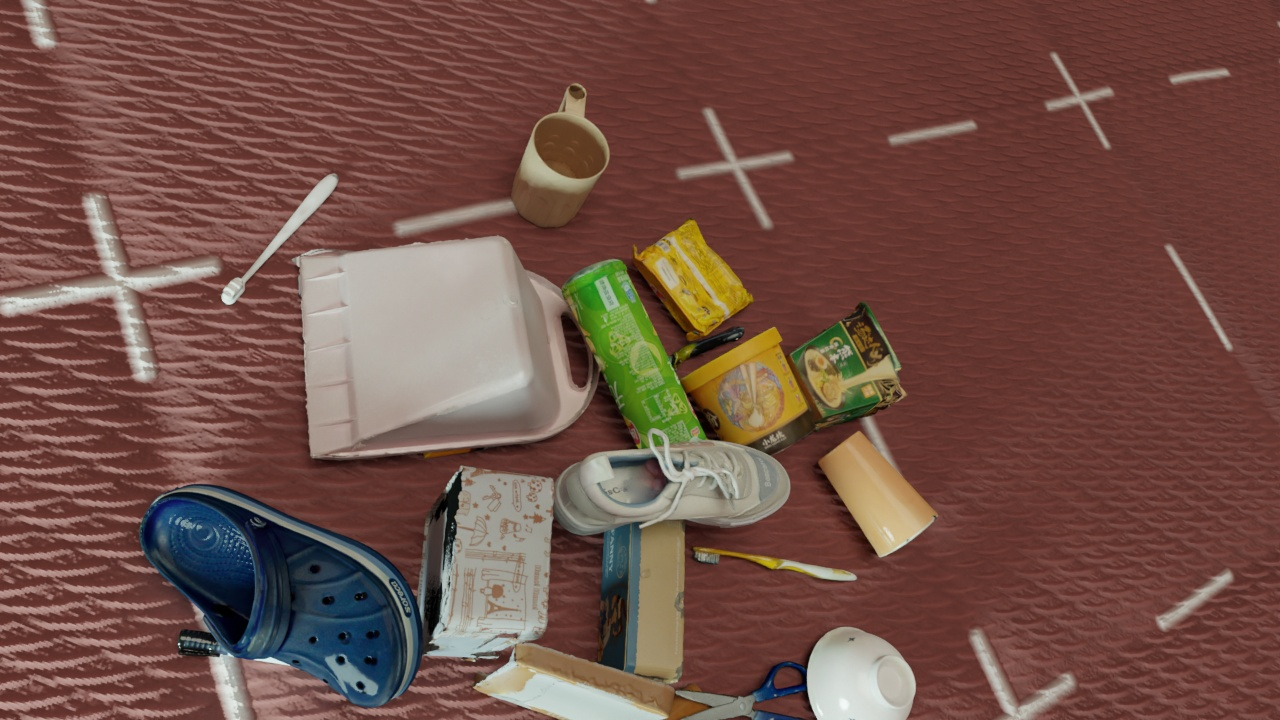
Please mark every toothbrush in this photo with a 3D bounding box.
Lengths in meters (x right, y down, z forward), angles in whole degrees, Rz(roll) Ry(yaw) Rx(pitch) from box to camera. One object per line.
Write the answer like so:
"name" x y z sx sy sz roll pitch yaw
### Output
"toothbrush" 0.142 0.215 0.954 0.191 0.016 0.018 13 74 -17
"toothbrush" -0.349 -0.124 0.897 0.016 0.016 0.179 34 59 -8

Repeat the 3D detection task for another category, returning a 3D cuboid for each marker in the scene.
"marker" -0.150 0.079 0.890 0.123 0.018 0.015 -7 75 -26
"marker" -0.309 0.240 0.752 0.130 0.018 0.022 15 72 -16

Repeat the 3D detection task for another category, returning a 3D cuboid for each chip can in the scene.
"chip can" -0.006 0.005 0.930 0.072 0.073 0.221 -25 90 -30

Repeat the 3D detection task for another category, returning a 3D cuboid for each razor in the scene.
"razor" 0.063 -0.012 1.015 0.142 0.043 0.022 -26 53 -35

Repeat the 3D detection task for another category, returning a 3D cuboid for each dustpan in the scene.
"dustpan" -0.183 -0.005 0.908 0.273 0.139 0.222 -11 65 2

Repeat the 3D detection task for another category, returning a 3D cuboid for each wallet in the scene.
"wallet" 0.029 0.368 0.816 0.131 0.031 0.108 -21 77 -42

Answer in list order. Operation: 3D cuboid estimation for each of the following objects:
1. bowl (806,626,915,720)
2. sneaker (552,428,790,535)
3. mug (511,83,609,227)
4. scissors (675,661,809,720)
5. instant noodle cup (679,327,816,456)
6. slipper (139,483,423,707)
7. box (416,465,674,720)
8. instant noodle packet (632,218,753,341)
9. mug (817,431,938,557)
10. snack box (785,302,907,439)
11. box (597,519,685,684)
"bowl" 0.232 0.321 0.908 0.118 0.065 0.118 12 63 -25
"sneaker" 0.043 0.102 0.823 0.241 0.091 0.089 -1 59 -29
"mug" -0.089 -0.221 0.999 0.084 0.104 0.124 11 63 -18
"scissors" 0.105 0.320 0.875 0.171 0.012 0.140 41 51 -14
"instant noodle cup" 0.117 0.042 0.967 0.118 0.119 0.114 -28 88 -30
"slipper" -0.285 0.180 0.716 0.253 0.105 0.095 31 14 5
"box" -0.085 0.195 0.771 0.226 0.181 0.156 22 59 -10
"instant noodle packet" 0.056 -0.093 1.038 0.110 0.044 0.128 -35 87 -38
"mug" 0.255 0.142 1.002 0.078 0.078 0.122 -29 77 -30
"snack box" 0.210 0.018 1.021 0.105 0.118 0.117 -21 77 -19
"box" 0.001 0.208 0.856 0.059 0.090 0.184 9 62 -19
